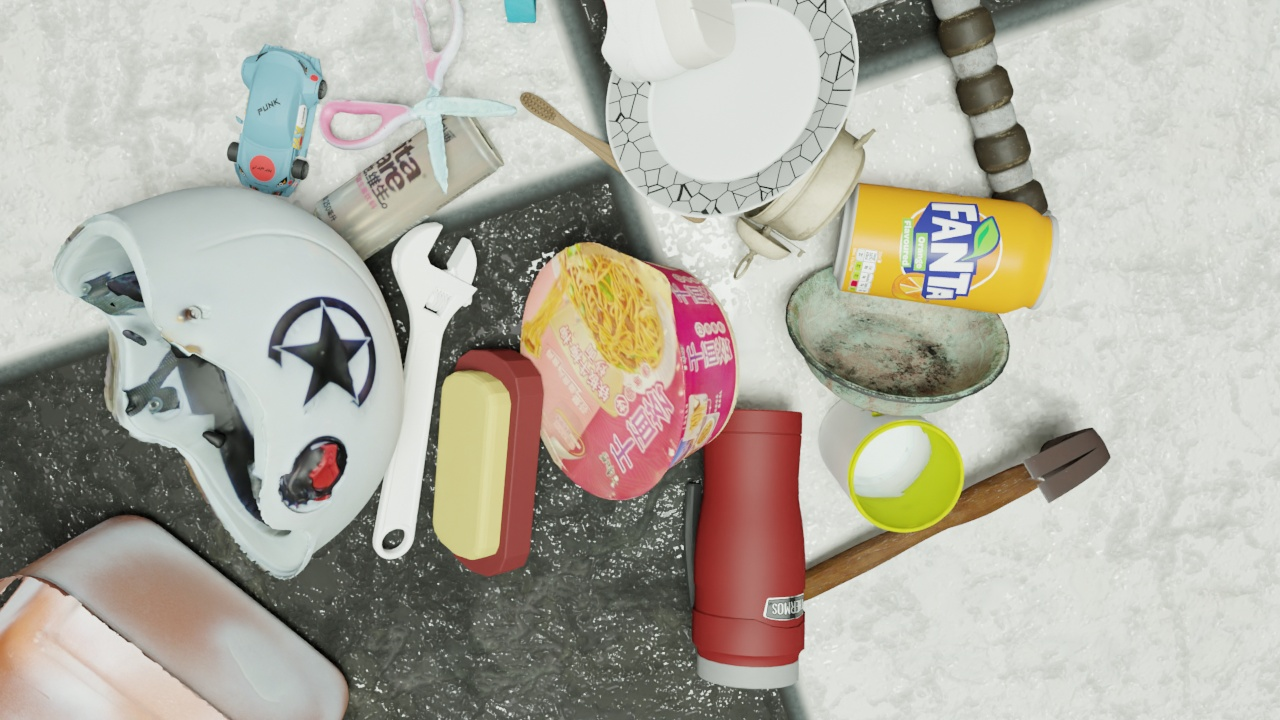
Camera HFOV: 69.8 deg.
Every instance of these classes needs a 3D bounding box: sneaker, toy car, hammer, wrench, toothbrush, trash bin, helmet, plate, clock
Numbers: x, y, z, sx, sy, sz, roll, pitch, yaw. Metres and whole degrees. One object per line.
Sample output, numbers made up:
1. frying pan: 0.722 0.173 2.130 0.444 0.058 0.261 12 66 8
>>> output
1. sneaker: -0.014 -0.308 0.633 0.104 0.090 0.236 -12 93 31
2. toy car: -0.270 -0.176 0.674 0.060 0.027 0.108 15 100 -4
3. hammer: 0.247 -0.204 0.664 0.177 0.079 0.326 -24 106 3
4. hammer: 0.209 0.139 0.722 0.323 0.115 0.033 -30 79 12
5. wrench: -0.174 0.029 0.709 0.066 0.018 0.273 1 107 -39
6. toothbrush: -0.019 -0.153 0.692 0.167 0.016 0.016 33 99 -8
7. trash bin: -0.373 0.261 0.689 0.259 0.157 0.181 42 97 -9
8. helmet: -0.253 0.006 0.630 0.163 0.237 0.264 -34 122 -36
9. plate: 0.061 -0.190 0.646 0.189 0.016 0.188 -5 81 28
10. clock: 0.112 -0.115 0.668 0.054 0.093 0.141 30 106 -14

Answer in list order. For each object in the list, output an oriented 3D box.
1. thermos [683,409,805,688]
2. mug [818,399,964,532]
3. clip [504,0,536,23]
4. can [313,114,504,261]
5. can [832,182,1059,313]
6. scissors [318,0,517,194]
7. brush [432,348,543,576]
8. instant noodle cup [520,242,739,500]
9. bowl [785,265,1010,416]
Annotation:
1. thermos: 0.075 0.138 0.703 0.083 0.108 0.198 6 84 -42
2. mug: 0.186 0.073 0.694 0.082 0.106 0.082 0 101 -1
3. clip: -0.087 -0.303 0.651 0.027 0.103 0.120 -1 107 2
4. can: -0.170 -0.128 0.673 0.136 0.054 0.054 -33 100 5
5. can: 0.213 -0.079 0.655 0.142 0.079 0.079 9 100 9
6. scissors: -0.154 -0.196 0.647 0.171 0.013 0.173 9 80 27
7. brush: -0.120 0.078 0.696 0.041 0.082 0.173 -5 105 -45
8. instant noodle cup: -0.004 0.004 0.653 0.077 0.179 0.179 -10 104 -40
9. bowl: 0.183 -0.013 0.672 0.157 0.157 0.039 -1 133 -2
